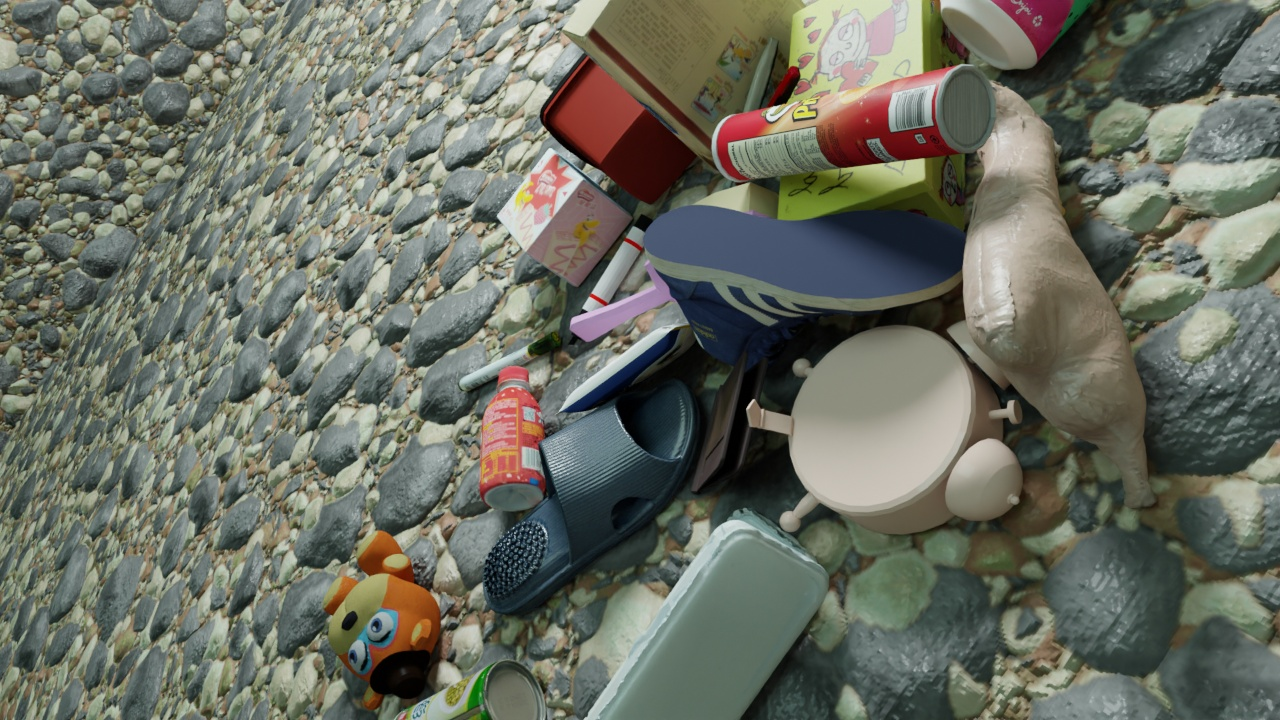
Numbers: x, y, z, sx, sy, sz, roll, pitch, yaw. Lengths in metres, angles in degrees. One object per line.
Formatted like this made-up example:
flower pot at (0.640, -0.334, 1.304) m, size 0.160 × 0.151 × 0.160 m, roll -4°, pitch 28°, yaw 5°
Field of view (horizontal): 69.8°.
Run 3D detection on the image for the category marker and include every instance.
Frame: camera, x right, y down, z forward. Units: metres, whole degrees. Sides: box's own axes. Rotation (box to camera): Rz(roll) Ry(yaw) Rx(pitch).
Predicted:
marker at (-0.030, -0.076, 0.897) m, size 0.019 × 0.019 × 0.145 m, roll 32°, pitch 90°, yaw 50°
marker at (-0.139, 0.003, 0.959) m, size 0.147 × 0.017 × 0.017 m, roll -24°, pitch 51°, yaw 33°

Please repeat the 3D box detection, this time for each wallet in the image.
wallet at (0.062, 0.047, 0.681) m, size 0.116 × 0.018 × 0.091 m, roll 121°, pitch 166°, yaw -71°

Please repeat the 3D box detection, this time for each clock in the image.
clock at (0.159, 0.040, 0.591) m, size 0.161 × 0.086 × 0.130 m, roll -9°, pitch 60°, yaw 35°

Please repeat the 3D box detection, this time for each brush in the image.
brush at (0.030, -0.074, 0.781) m, size 0.229 × 0.089 × 0.043 m, roll -22°, pitch 47°, yaw 35°

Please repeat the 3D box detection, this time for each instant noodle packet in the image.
instant noodle packet at (-0.005, 0.005, 0.778) m, size 0.134 × 0.086 × 0.026 m, roll -36°, pitch 81°, yaw 25°

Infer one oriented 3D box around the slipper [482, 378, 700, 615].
slipper at (-0.059, 0.113, 0.761) m, size 0.264 × 0.082 × 0.101 m, roll -46°, pitch 44°, yaw 15°

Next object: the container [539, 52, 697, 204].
container at (-0.020, -0.265, 0.933) m, size 0.148 × 0.127 × 0.200 m, roll -47°, pitch 48°, yaw 13°

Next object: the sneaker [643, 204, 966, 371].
sneaker at (0.119, -0.038, 0.661) m, size 0.233 × 0.118 × 0.091 m, roll 9°, pitch 52°, yaw 30°

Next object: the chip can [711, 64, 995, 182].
chip can at (0.132, -0.154, 0.616) m, size 0.215 × 0.051 × 0.051 m, roll 10°, pitch 73°, yaw 58°

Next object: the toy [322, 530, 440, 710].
toy at (-0.239, 0.245, 0.860) m, size 0.176 × 0.096 × 0.112 m, roll 40°, pitch 96°, yaw 38°

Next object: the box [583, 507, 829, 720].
box at (0.023, 0.194, 0.609) m, size 0.211 × 0.105 × 0.130 m, roll -58°, pitch 37°, yaw -1°

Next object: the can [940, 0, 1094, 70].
can at (0.297, -0.294, 0.649) m, size 0.166 × 0.088 × 0.088 m, roll -48°, pitch 41°, yaw 11°

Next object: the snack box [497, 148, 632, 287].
snack box at (-0.079, -0.148, 0.945) m, size 0.095 × 0.079 × 0.093 m, roll -49°, pitch 41°, yaw 9°

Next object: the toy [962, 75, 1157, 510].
toy at (0.247, -0.059, 0.558) m, size 0.065 × 0.196 × 0.263 m, roll -28°, pitch 23°, yaw 37°

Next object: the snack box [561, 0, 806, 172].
snack box at (0.057, -0.276, 0.790) m, size 0.153 × 0.207 × 0.055 m, roll -53°, pitch 38°, yaw 6°

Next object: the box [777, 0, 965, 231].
box at (0.180, -0.190, 0.709) m, size 0.125 × 0.082 × 0.220 m, roll -12°, pitch 56°, yaw 41°

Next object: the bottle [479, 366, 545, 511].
bottle at (-0.120, 0.069, 0.865) m, size 0.062 × 0.062 × 0.137 m, roll -29°, pitch 47°, yaw 30°

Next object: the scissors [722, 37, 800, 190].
scissors at (0.091, -0.185, 0.774) m, size 0.197 × 0.015 × 0.179 m, roll 134°, pitch 149°, yaw -67°

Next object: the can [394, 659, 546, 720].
can at (-0.141, 0.294, 0.740) m, size 0.121 × 0.067 × 0.067 m, roll -34°, pitch 46°, yaw 25°
